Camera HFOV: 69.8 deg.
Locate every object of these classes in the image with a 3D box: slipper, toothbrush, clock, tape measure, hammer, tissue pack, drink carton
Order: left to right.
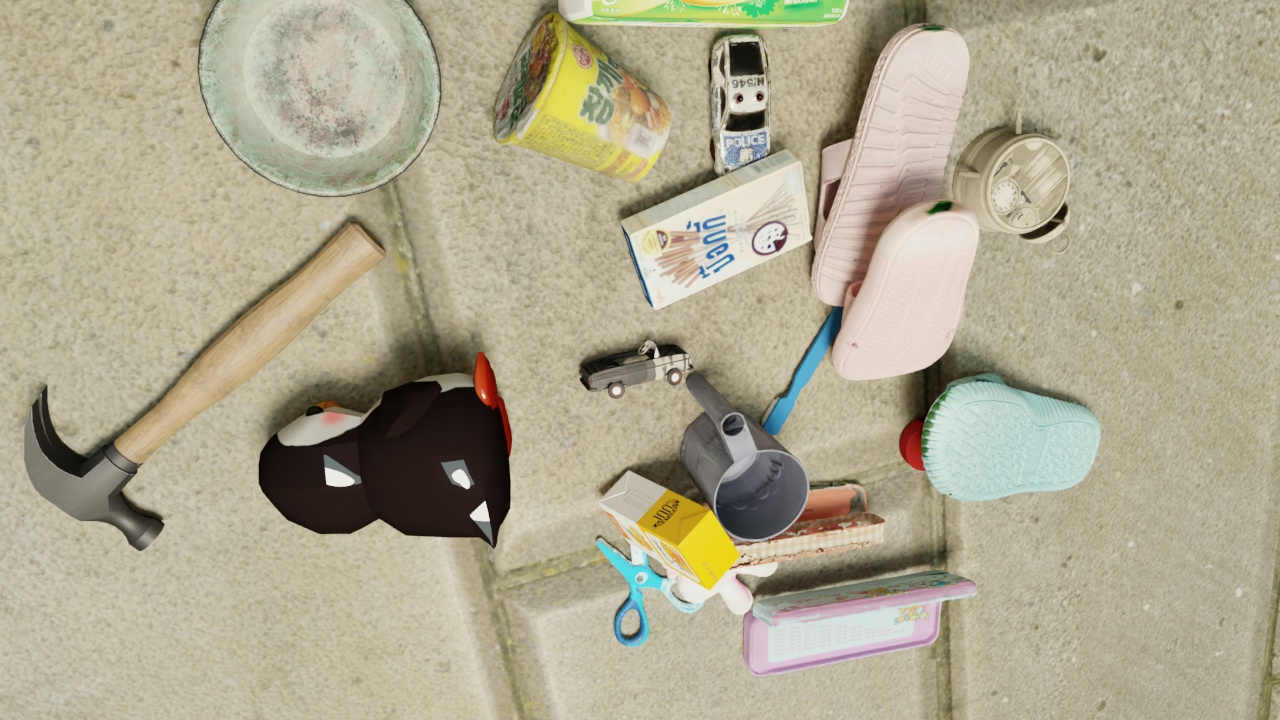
[{"bbox_3d":[-0.320,0.004,0.691,0.305,0.040,0.132,-41,117,1],"label":"hammer"},{"bbox_3d":[0.021,0.142,0.783,0.040,0.123,0.058,-45,122,-20],"label":"drink carton"},{"bbox_3d":[0.044,-0.309,0.639,0.197,0.120,0.141,-6,109,-21],"label":"tissue pack"},{"bbox_3d":[0.157,-0.006,0.830,0.016,0.014,0.167,27,96,-22],"label":"toothbrush"},{"bbox_3d":[0.198,-0.158,0.757,0.094,0.064,0.240,0,123,-17],"label":"slipper"},{"bbox_3d":[0.215,-0.051,0.763,0.106,0.055,0.222,-10,145,-7],"label":"slipper"},{"bbox_3d":[0.276,0.076,0.886,0.051,0.019,0.059,-16,112,-6],"label":"tape measure"},{"bbox_3d":[0.343,0.074,0.874,0.275,0.069,0.116,7,99,-36],"label":"slipper"},{"bbox_3d":[0.340,-0.143,0.806,0.141,0.054,0.093,42,94,-21],"label":"clock"}]

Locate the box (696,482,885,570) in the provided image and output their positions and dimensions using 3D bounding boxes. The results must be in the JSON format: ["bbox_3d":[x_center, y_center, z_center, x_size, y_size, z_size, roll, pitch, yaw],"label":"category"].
[{"bbox_3d":[0.139,0.150,0.839,0.186,0.076,0.055,-5,150,-23],"label":"box"}]

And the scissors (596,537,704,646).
[{"bbox_3d":[-0.007,0.214,0.861,0.113,0.013,0.140,-45,116,1],"label":"scissors"}]

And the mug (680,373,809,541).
[{"bbox_3d":[0.079,0.078,0.786,0.084,0.104,0.124,-27,113,-5],"label":"mug"}]

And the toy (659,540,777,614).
[{"bbox_3d":[0.065,0.191,0.858,0.125,0.037,0.076,24,96,-25],"label":"toy"}]

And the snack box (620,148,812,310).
[{"bbox_3d":[0.064,-0.105,0.747,0.150,0.026,0.082,-24,134,-6],"label":"snack box"}]

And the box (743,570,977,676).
[{"bbox_3d":[0.211,0.250,0.906,0.214,0.062,0.140,-6,145,-13],"label":"box"}]

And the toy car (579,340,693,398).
[{"bbox_3d":[-0.005,0.005,0.770,0.092,0.040,0.037,-12,109,-14],"label":"toy car"}]

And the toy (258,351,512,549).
[{"bbox_3d":[-0.195,0.087,0.698,0.184,0.140,0.159,-7,148,-1],"label":"toy"}]

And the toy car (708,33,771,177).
[{"bbox_3d":[0.081,-0.198,0.724,0.048,0.040,0.113,-8,112,-11],"label":"toy car"}]

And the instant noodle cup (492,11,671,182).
[{"bbox_3d":[-0.039,-0.182,0.672,0.108,0.102,0.102,20,102,-30],"label":"instant noodle cup"}]

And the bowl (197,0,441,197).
[{"bbox_3d":[-0.221,-0.196,0.643,0.157,0.038,0.158,-5,110,-14],"label":"bowl"}]
